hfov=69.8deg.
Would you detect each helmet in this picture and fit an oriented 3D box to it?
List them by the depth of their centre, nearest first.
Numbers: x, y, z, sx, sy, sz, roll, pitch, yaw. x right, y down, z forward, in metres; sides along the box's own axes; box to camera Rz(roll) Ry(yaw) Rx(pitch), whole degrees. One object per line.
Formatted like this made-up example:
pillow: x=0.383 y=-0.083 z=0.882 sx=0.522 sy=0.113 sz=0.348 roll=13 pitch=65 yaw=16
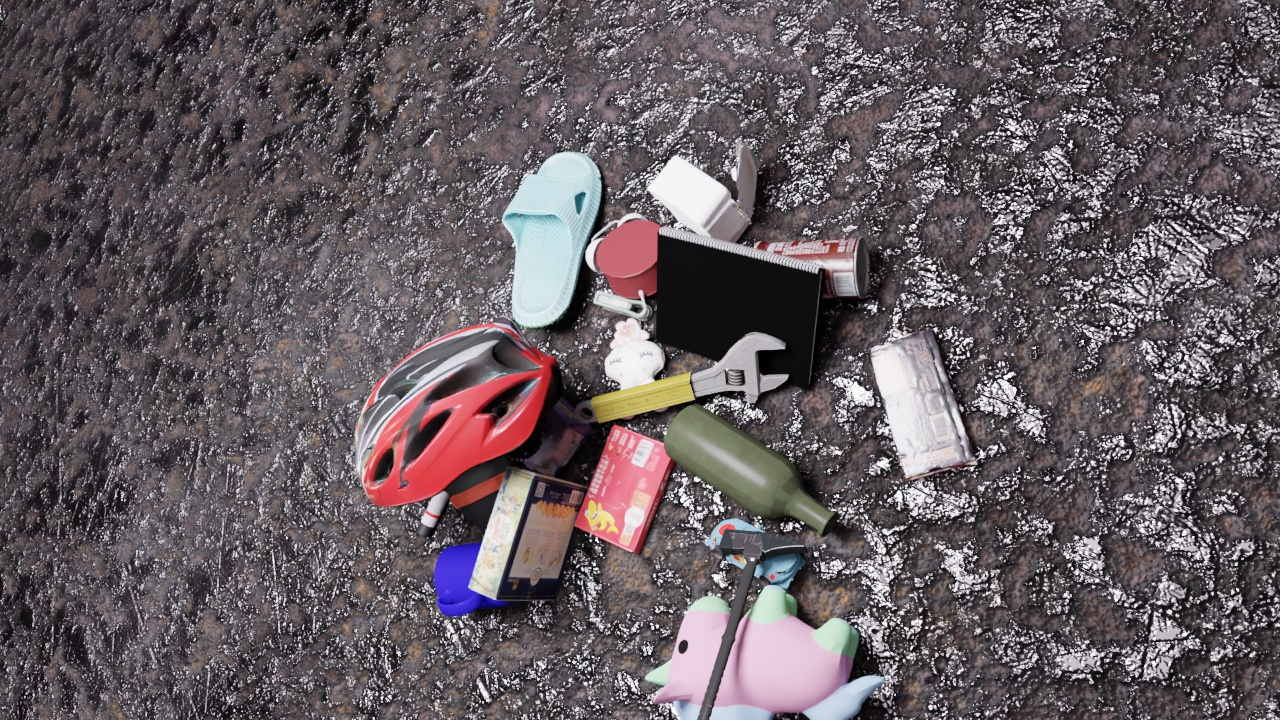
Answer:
helmet: x=-0.217 y=0.064 z=1.050 sx=0.272 sy=0.217 sz=0.167 roll=-33 pitch=102 yaw=13

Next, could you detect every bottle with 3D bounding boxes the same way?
bottle: x=0.123 y=0.125 z=1.011 sx=0.207 sy=0.071 sz=0.071 roll=32 pitch=91 yaw=30

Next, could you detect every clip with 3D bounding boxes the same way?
clip: x=-0.021 y=-0.069 z=1.164 sx=0.076 sy=0.047 sz=0.023 roll=17 pitch=85 yaw=26

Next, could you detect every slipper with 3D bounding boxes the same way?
slipper: x=-0.121 y=-0.171 z=1.205 sx=0.116 sy=0.069 sz=0.275 roll=-1 pitch=65 yaw=22

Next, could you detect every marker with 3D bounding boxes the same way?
marker: x=-0.258 y=0.165 z=1.223 sx=0.019 sy=0.019 sz=0.145 roll=25 pitch=88 yaw=30

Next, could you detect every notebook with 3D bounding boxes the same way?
notebook: x=0.107 y=-0.062 z=1.053 sx=0.207 sy=0.016 sz=0.149 roll=19 pitch=124 yaw=30

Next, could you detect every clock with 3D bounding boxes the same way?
clock: x=-0.010 y=-0.133 z=1.153 sx=0.096 sy=0.048 sz=0.137 roll=-40 pitch=50 yaw=-7

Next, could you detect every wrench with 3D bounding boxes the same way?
wrench: x=0.043 y=0.030 z=1.072 sx=0.274 sy=0.018 sz=0.084 roll=-14 pitch=114 yaw=21

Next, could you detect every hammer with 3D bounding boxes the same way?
hammer: x=0.079 y=0.306 z=0.880 sx=0.095 sy=0.015 sz=0.323 roll=-2 pitch=48 yaw=33

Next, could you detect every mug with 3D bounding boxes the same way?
mug: x=-0.200 y=0.270 z=1.114 sx=0.084 sy=0.111 sz=0.079 roll=-12 pitch=109 yaw=24

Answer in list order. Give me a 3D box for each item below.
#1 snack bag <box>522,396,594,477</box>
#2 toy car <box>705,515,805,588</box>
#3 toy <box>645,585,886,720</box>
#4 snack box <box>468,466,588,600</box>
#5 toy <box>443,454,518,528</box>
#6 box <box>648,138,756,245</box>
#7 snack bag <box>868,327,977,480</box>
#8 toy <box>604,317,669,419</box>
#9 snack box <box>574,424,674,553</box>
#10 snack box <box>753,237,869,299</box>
snack bag: x=-0.156 y=0.060 z=1.179 sx=0.205 sy=0.058 sz=0.096 roll=41 pitch=97 yaw=29
toy car: x=0.123 y=0.201 z=0.997 sx=0.108 sy=0.027 sz=0.060 roll=24 pitch=51 yaw=31
toy: x=0.125 y=0.321 z=0.938 sx=0.222 sy=0.120 sz=0.171 roll=22 pitch=77 yaw=31
snack box: x=-0.127 y=0.205 z=1.073 sx=0.043 sy=0.144 sz=0.145 roll=15 pitch=82 yaw=26
toy: x=-0.192 y=0.163 z=1.151 sx=0.119 sy=0.097 sz=0.100 roll=65 pitch=153 yaw=2
box: x=0.097 y=-0.214 z=1.101 sx=0.103 sy=0.110 sz=0.130 roll=39 pitch=96 yaw=30
snack bag: x=0.296 y=0.046 z=0.975 sx=0.075 sy=0.018 sz=0.155 roll=-19 pitch=68 yaw=21
toy: x=-0.007 y=0.007 z=1.129 sx=0.076 sy=0.037 sz=0.125 roll=-13 pitch=77 yaw=15
snack box: x=-0.017 y=0.153 z=1.102 sx=0.089 sy=0.021 sz=0.133 roll=19 pitch=85 yaw=30
snack box: x=0.192 y=-0.102 z=1.040 sx=0.121 sy=0.072 sz=0.072 roll=0 pitch=76 yaw=26
